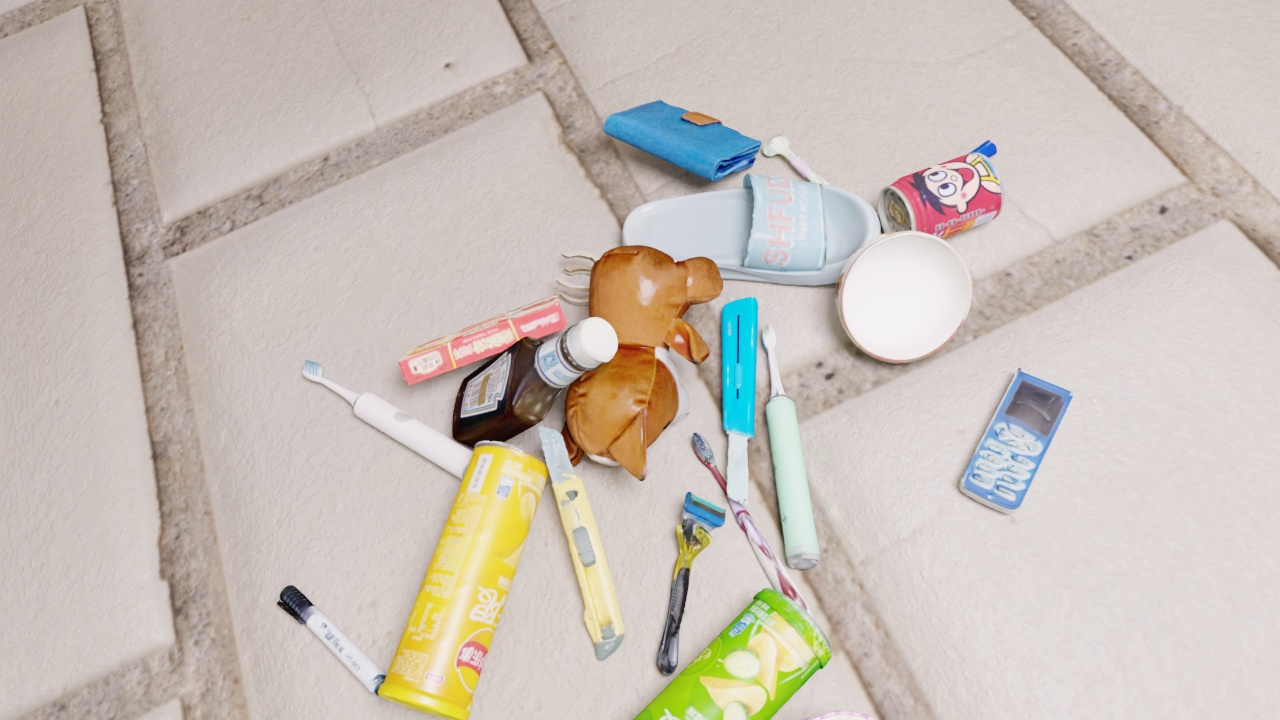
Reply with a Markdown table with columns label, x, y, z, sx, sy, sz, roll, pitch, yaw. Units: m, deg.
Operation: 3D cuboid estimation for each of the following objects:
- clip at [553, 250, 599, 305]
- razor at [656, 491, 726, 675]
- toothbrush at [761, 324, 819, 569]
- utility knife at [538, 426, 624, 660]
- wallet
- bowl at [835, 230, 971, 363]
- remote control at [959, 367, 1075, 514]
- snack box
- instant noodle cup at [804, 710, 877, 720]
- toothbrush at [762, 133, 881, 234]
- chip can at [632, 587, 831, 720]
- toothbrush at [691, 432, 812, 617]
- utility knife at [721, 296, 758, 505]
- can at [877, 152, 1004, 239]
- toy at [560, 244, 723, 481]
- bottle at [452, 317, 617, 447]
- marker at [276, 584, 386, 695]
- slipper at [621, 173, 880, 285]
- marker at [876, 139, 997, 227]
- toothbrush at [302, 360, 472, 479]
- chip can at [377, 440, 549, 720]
| label | x | y | z | sx | sy | sz | roll | pitch | yaw |
| --- | --- | --- | --- | --- | --- | --- | --- | --- | --- |
| clip | -0.036 | -0.064 | 0.878 | 0.104 | 0.035 | 0.080 | 24 | 65 | 13 |
| razor | 0.034 | 0.180 | 0.736 | 0.042 | 0.022 | 0.142 | 27 | 64 | -26 |
| toothbrush | 0.122 | 0.066 | 0.779 | 0.026 | 0.027 | 0.224 | -1 | 60 | -6 |
| utility knife | -0.049 | 0.144 | 0.750 | 0.031 | 0.020 | 0.194 | -14 | 70 | -12 |
| wallet | 0.044 | -0.225 | 0.926 | 0.133 | 0.040 | 0.106 | 29 | 35 | 21 |
| bowl | 0.221 | -0.060 | 0.800 | 0.113 | 0.113 | 0.062 | -16 | 18 | 1 |
| remote control | 0.307 | 0.065 | 0.749 | 0.049 | 0.024 | 0.124 | 27 | 70 | 22 |
| snack box | -0.143 | -0.020 | 0.848 | 0.153 | 0.075 | 0.025 | -20 | 101 | -2 |
| instant noodle cup | 0.137 | 0.285 | 0.614 | 0.111 | 0.099 | 0.111 | -5 | 59 | 8 |
| toothbrush | 0.187 | -0.161 | 0.900 | 0.029 | 0.020 | 0.189 | -37 | 62 | -4 |
| chip can | 0.042 | 0.260 | 0.659 | 0.221 | 0.073 | 0.072 | -41 | 62 | -14 |
| toothbrush | 0.089 | 0.133 | 0.752 | 0.016 | 0.017 | 0.187 | -25 | 59 | -9 |
| utility knife | 0.087 | 0.031 | 0.804 | 0.034 | 0.018 | 0.206 | 0 | 58 | 7 |
| can | 0.274 | -0.145 | 0.842 | 0.093 | 0.067 | 0.066 | -20 | 60 | -9 |
| toy | -0.005 | 0.005 | 0.788 | 0.140 | 0.130 | 0.199 | -9 | 59 | 55 |
| bottle | -0.091 | 0.016 | 0.768 | 0.195 | 0.044 | 0.079 | -29 | 46 | 44 |
| marker | -0.255 | 0.231 | 0.759 | 0.131 | 0.018 | 0.022 | 34 | 80 | 25 |
| slipper | 0.099 | -0.129 | 0.862 | 0.246 | 0.074 | 0.103 | 0 | 62 | 14 |
| marker | 0.284 | -0.170 | 0.888 | 0.145 | 0.017 | 0.017 | -33 | 61 | -9 |
| toothbrush | -0.235 | 0.053 | 0.850 | 0.221 | 0.026 | 0.026 | 26 | 110 | 22 |
| chip can | -0.138 | 0.173 | 0.739 | 0.072 | 0.072 | 0.212 | 9 | 63 | 15 |
